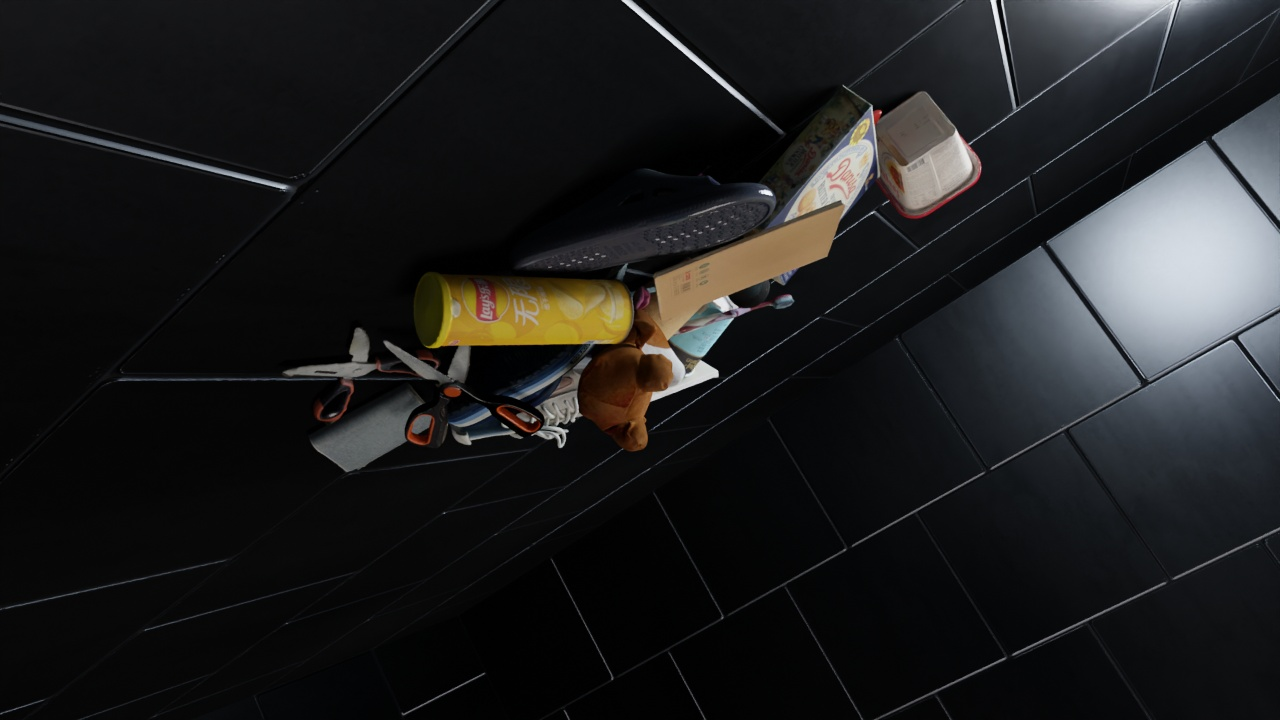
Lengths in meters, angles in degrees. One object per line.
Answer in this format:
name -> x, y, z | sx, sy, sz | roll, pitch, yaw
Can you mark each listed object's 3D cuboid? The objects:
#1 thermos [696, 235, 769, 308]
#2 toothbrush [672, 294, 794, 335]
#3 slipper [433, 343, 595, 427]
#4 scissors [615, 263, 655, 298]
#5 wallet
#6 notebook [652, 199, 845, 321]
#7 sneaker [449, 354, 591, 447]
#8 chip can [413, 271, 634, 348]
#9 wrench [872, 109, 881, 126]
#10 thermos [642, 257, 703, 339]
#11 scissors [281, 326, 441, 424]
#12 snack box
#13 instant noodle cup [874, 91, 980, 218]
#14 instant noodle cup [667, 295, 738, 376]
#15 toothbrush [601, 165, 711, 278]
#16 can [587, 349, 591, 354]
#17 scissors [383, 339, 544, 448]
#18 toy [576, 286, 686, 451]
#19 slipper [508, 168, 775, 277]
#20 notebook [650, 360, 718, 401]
thermos -> 0.110, -0.138, 1.143 | 0.068, 0.090, 0.242 | -17, 163, 11
toothbrush -> 0.121, -0.059, 1.249 | 0.187, 0.017, 0.016 | -16, 129, -9
slipper -> -0.132, 0.009, 1.075 | 0.253, 0.105, 0.095 | -32, 144, 21
scissors -> -0.040, -0.066, 1.123 | 0.133, 0.017, 0.135 | -16, 130, -15
wallet -> -0.322, 0.080, 1.115 | 0.129, 0.037, 0.107 | -29, 155, -6
notebook -> 0.114, -0.103, 0.989 | 0.207, 0.008, 0.148 | -22, 165, -2
sneaker -> -0.124, 0.057, 1.159 | 0.242, 0.090, 0.090 | -8, 137, -7
chip can -> -0.113, -0.049, 0.912 | 0.213, 0.072, 0.072 | -2, 152, -36
wrench -> 0.251, -0.239, 1.188 | 0.056, 0.016, 0.274 | -26, 166, -14
thermos -> 0.025, -0.067, 1.199 | 0.143, 0.093, 0.093 | -38, 166, 2
scissors -> -0.292, 0.012, 0.975 | 0.188, 0.015, 0.224 | -21, 164, -32
snack box -> 0.193, -0.191, 1.040 | 0.182, 0.046, 0.178 | -49, 159, 1
instant noodle cup -> 0.348, -0.259, 1.141 | 0.117, 0.116, 0.124 | -33, 155, 12
instant noodle cup -> 0.073, -0.056, 1.310 | 0.121, 0.111, 0.111 | -46, 160, 26
toothbrush -> 0.015, -0.155, 1.025 | 0.190, 0.017, 0.014 | -43, 162, 33
can -> -0.047, 0.004, 1.251 | 0.083, 0.057, 0.101 | -44, 168, 35
scissors -> -0.197, 0.038, 1.005 | 0.232, 0.021, 0.222 | 21, 138, -30
toy -> -0.006, 0.006, 1.059 | 0.199, 0.130, 0.140 | -97, -152, -64
slipper -> -0.006, -0.146, 0.894 | 0.268, 0.083, 0.110 | -13, 170, 12
notebook -> -0.012, 0.021, 1.351 | 0.208, 0.150, 0.012 | -20, 124, -32
